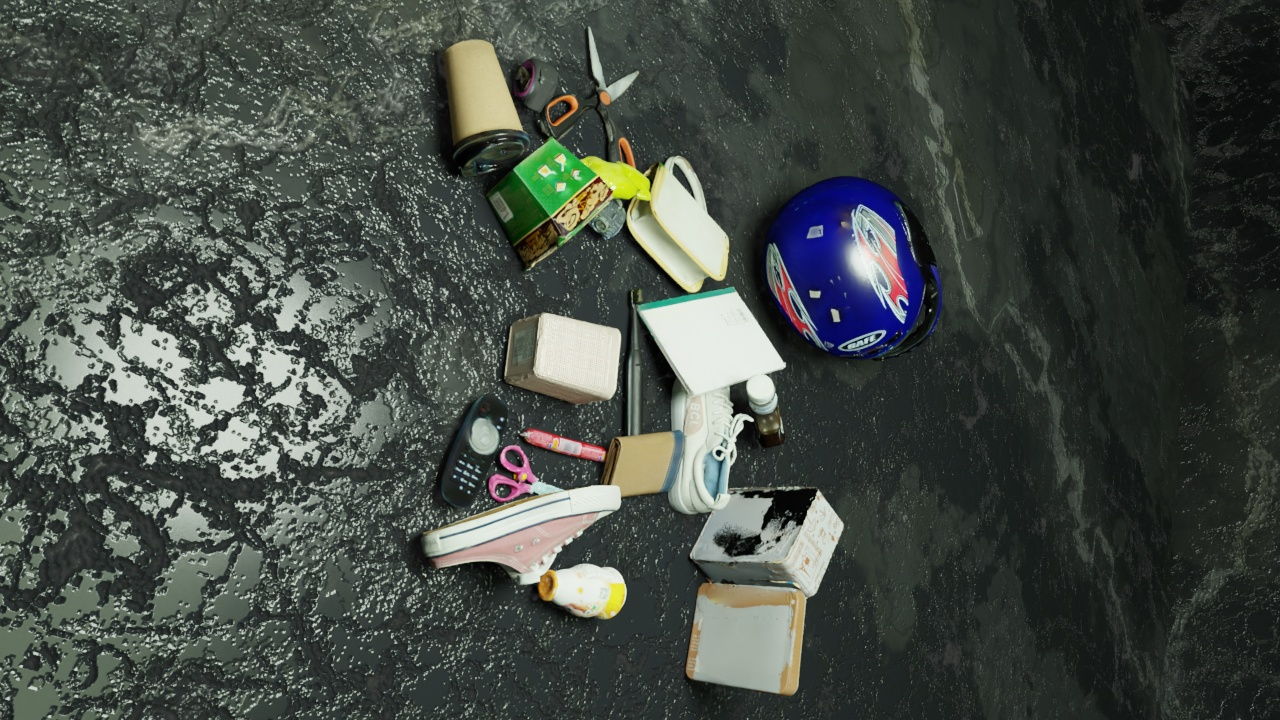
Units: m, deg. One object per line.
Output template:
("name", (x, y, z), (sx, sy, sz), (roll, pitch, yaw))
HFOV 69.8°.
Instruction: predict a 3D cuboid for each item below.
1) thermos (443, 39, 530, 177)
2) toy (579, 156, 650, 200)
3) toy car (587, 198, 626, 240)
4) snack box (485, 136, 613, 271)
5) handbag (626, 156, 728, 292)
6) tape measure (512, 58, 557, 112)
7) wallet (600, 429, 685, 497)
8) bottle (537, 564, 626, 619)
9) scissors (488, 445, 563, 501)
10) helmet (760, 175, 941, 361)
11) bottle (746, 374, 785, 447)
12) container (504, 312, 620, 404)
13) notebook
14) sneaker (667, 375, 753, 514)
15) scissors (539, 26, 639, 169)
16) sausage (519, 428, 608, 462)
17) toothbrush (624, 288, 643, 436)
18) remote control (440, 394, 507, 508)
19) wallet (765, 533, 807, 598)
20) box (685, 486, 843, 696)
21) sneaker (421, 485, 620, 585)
("thermos", (-0.186, -0.293, 1.071), (0.092, 0.093, 0.143), (-9, 82, -43))
("toy", (-0.030, -0.235, 1.191), (0.096, 0.031, 0.099), (39, 34, 4))
("toy car", (-0.070, -0.211, 1.195), (0.120, 0.037, 0.054), (44, 49, -18))
("snack box", (-0.117, -0.193, 1.109), (0.105, 0.118, 0.117), (49, 53, -11))
("handbag", (0.058, -0.205, 1.306), (0.163, 0.063, 0.178), (43, 43, -30))
("tape measure", (-0.132, -0.346, 1.143), (0.039, 0.057, 0.057), (14, 34, -38))
("wallet", (0.003, 0.136, 1.196), (0.115, 0.033, 0.090), (-3, 115, -42))
("bottle", (-0.071, 0.276, 1.103), (0.108, 0.063, 0.063), (20, 71, -39))
("scissors", (-0.128, 0.160, 1.103), (0.137, 0.017, 0.073), (42, 63, -36))
("helmet", (0.321, -0.119, 1.391), (0.315, 0.248, 0.239), (60, 32, -11))
("bottle", (0.176, 0.067, 1.298), (0.195, 0.044, 0.079), (61, 16, -67))
("container", (-0.096, -0.003, 1.106), (0.110, 0.090, 0.090), (16, 73, -37))
("notebook", (0.104, -0.032, 1.301), (0.208, 0.012, 0.150), (-14, 66, -44))
("sneaker", (0.099, 0.091, 1.267), (0.089, 0.091, 0.242), (21, 69, -40))
("scissors", (-0.059, -0.334, 1.237), (0.220, 0.022, 0.234), (-26, 101, -47))
("sausage", (-0.087, 0.108, 1.144), (0.155, 0.020, 0.020), (20, 71, -39))
("toothbrush", (-0.007, 0.007, 1.226), (0.026, 0.027, 0.212), (8, 79, -35))
("remote control", (-0.192, 0.103, 1.045), (0.053, 0.024, 0.136), (36, 60, -31))
("wallet", (0.225, 0.315, 1.396), (0.087, 0.024, 0.115), (-11, 90, -44))
("box", (0.153, 0.303, 1.226), (0.110, 0.179, 0.258), (49, 54, -26))
("sneaker", (-0.125, 0.202, 1.035), (0.240, 0.118, 0.088), (-13, 86, -31))
